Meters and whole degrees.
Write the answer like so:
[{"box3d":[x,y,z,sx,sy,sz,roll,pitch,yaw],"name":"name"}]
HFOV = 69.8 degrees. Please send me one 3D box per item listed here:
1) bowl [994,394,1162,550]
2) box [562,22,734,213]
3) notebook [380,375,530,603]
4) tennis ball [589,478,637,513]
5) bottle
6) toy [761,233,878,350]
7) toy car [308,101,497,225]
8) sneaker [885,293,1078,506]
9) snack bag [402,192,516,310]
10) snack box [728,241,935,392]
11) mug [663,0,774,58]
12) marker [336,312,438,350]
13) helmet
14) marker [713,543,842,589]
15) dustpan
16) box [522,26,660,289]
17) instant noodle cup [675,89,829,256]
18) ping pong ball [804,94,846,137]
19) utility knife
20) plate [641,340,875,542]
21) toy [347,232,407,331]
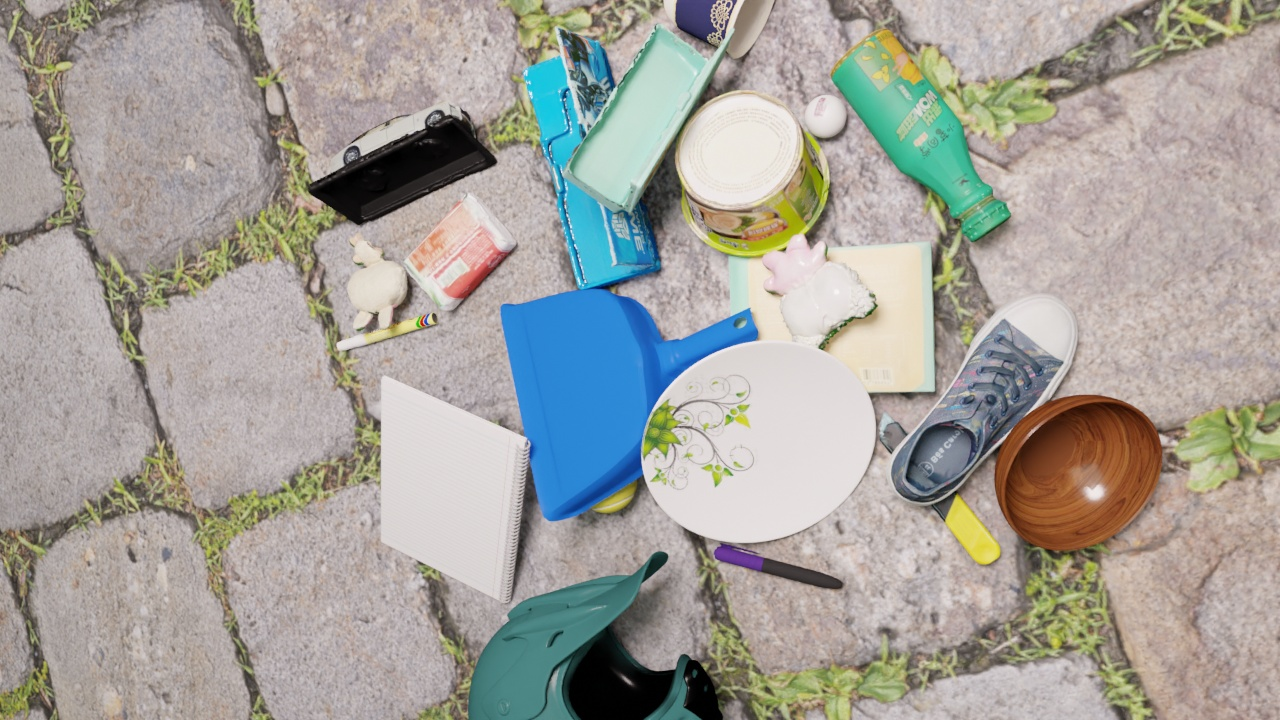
[{"box3d":[0.378,0.090,0.824,0.147,0.068,0.147,-3,111,-7],"name":"bowl"},{"box3d":[0.014,-0.233,0.843,0.077,0.093,0.188,35,73,-15],"name":"box"},{"box3d":[-0.209,0.148,1.001,0.178,0.013,0.246,22,126,15],"name":"notebook"},{"box3d":[-0.036,0.128,0.969,0.065,0.065,0.065,1,94,17],"name":"tennis ball"},{"box3d":[0.262,-0.204,0.848,0.068,0.068,0.209,-36,83,16],"name":"bottle"},{"box3d":[0.161,-0.067,0.858,0.096,0.041,0.109,-39,79,28],"name":"toy"},{"box3d":[-0.266,-0.229,1.015,0.192,0.094,0.071,-20,67,18],"name":"toy car"},{"box3d":[0.315,0.041,0.836,0.087,0.079,0.235,38,97,10],"name":"sneaker"},{"box3d":[-0.200,-0.120,1.018,0.116,0.036,0.077,-43,80,16],"name":"snack bag"},{"box3d":[0.185,-0.039,0.897,0.194,0.044,0.141,-2,92,18],"name":"snack box"},{"box3d":[0.079,-0.362,0.895,0.089,0.086,0.111,32,67,16],"name":"mug"},{"box3d":[-0.295,-0.032,1.066,0.132,0.014,0.014,-15,89,18],"name":"marker"},{"box3d":[-0.055,0.322,0.930,0.275,0.176,0.200,-35,86,19],"name":"helmet"},{"box3d":[0.141,0.213,0.946,0.134,0.015,0.018,12,69,17],"name":"marker"},{"box3d":[-0.005,0.006,0.919,0.258,0.059,0.245,-25,67,26],"name":"dustpan"},{"box3d":[-0.061,-0.200,0.926,0.094,0.115,0.243,-15,89,18],"name":"box"},{"box3d":[0.101,-0.180,0.867,0.146,0.098,0.146,-4,74,16],"name":"instant noodle cup"},{"box3d":[0.179,-0.236,0.887,0.040,0.040,0.040,1,94,17],"name":"ping pong ball"},{"box3d":[0.286,0.123,0.890,0.029,0.020,0.172,-38,83,8],"name":"utility knife"},{"box3d":[0.114,0.078,0.899,0.229,0.030,0.230,-2,117,-5],"name":"plate"},{"box3d":[-0.301,-0.086,1.042,0.087,0.050,0.112,-12,79,35],"name":"toy"}]
